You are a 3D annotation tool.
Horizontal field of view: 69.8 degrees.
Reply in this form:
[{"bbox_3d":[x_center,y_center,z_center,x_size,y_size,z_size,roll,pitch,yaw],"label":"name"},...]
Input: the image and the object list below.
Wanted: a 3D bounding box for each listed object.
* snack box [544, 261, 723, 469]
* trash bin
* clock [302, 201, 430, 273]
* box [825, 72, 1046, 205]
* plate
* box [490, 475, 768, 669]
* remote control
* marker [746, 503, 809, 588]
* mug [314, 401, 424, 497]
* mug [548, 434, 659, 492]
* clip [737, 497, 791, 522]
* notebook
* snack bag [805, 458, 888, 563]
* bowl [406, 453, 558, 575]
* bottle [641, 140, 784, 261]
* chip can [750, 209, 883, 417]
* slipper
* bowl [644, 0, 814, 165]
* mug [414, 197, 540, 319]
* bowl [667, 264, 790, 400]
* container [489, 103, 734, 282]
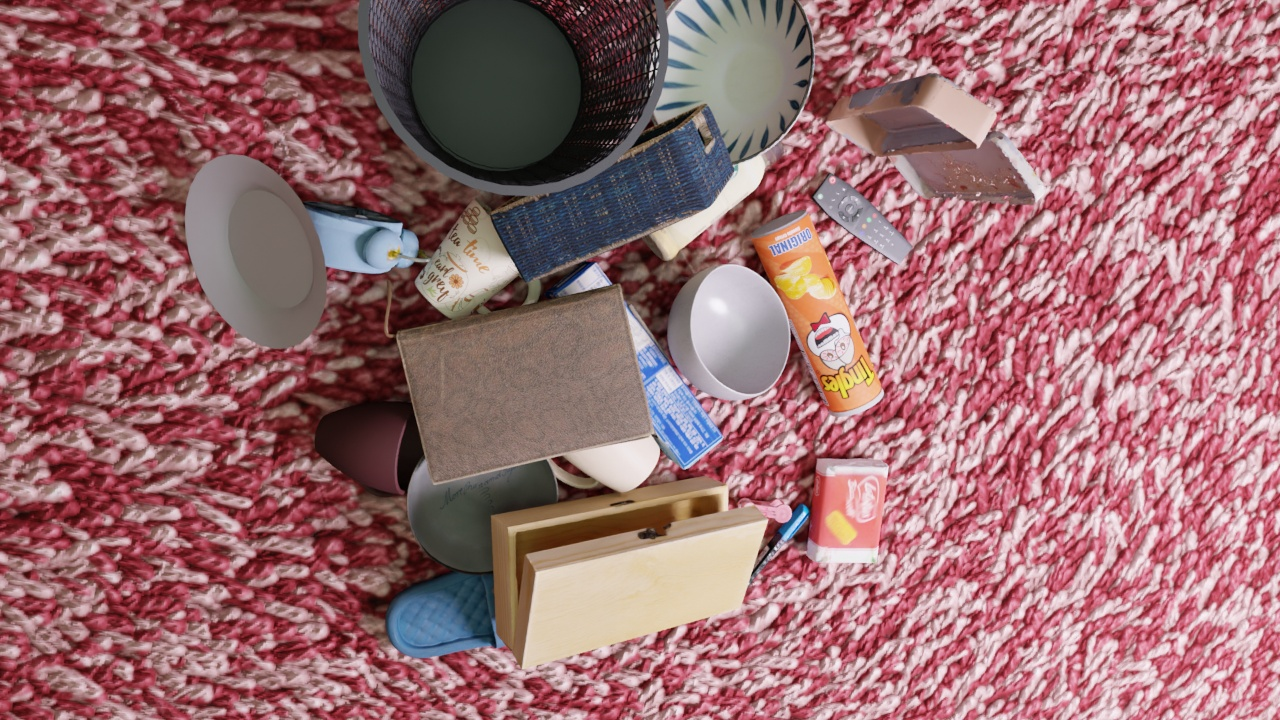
[{"bbox_3d":[-0.005,0.005,0.922,0.059,0.059,0.226,-38,106,-7],"label":"snack box"},{"bbox_3d":[-0.111,-0.244,0.761,0.217,0.243,0.217,-2,99,-12],"label":"trash bin"},{"bbox_3d":[-0.252,-0.109,0.832,0.124,0.088,0.052,14,100,2],"label":"clock"},{"bbox_3d":[0.273,-0.199,0.866,0.154,0.216,0.058,32,93,-13],"label":"box"},{"bbox_3d":[-0.335,-0.095,0.812,0.173,0.019,0.173,11,114,26],"label":"plate"},{"bbox_3d":[-0.008,0.207,0.889,0.248,0.123,0.140,-5,97,-29],"label":"box"},{"bbox_3d":[0.236,-0.148,0.972,0.124,0.010,0.039,36,91,-15],"label":"remote control"},{"bbox_3d":[0.144,0.209,1.008,0.015,0.018,0.123,39,90,-13],"label":"marker"},{"bbox_3d":[-0.260,0.088,0.879,0.088,0.086,0.114,9,127,4],"label":"mug"},{"bbox_3d":[-0.047,0.085,0.922,0.112,0.085,0.104,-38,111,25],"label":"mug"},{"bbox_3d":[0.133,0.160,1.000,0.059,0.038,0.022,10,100,-15],"label":"clip"},{"bbox_3d":[-0.112,0.002,0.838,0.215,0.034,0.190,-13,93,1],"label":"notebook"},{"bbox_3d":[0.227,0.165,1.009,0.077,0.036,0.116,3,99,-12],"label":"snack bag"},{"bbox_3d":[-0.158,0.132,0.910,0.150,0.057,0.151,-2,99,-15],"label":"bowl"},{"bbox_3d":[0.069,-0.169,0.909,0.162,0.056,0.056,-40,105,-3],"label":"bottle"},{"bbox_3d":[0.184,-0.047,0.951,0.062,0.062,0.210,-28,104,-7],"label":"chip can"},{"bbox_3d":[-0.151,0.252,0.932,0.213,0.059,0.104,-16,104,-8],"label":"slipper"},{"bbox_3d":[0.096,-0.272,0.875,0.070,0.177,0.177,-10,105,-56],"label":"bowl"},{"bbox_3d":[-0.147,-0.080,0.880,0.097,0.081,0.122,-46,132,5],"label":"mug"},{"bbox_3d":[0.081,-0.025,0.920,0.131,0.065,0.131,7,77,-35],"label":"bowl"},{"bbox_3d":[-0.020,-0.149,0.815,0.188,0.145,0.071,-20,107,22],"label":"container"}]
